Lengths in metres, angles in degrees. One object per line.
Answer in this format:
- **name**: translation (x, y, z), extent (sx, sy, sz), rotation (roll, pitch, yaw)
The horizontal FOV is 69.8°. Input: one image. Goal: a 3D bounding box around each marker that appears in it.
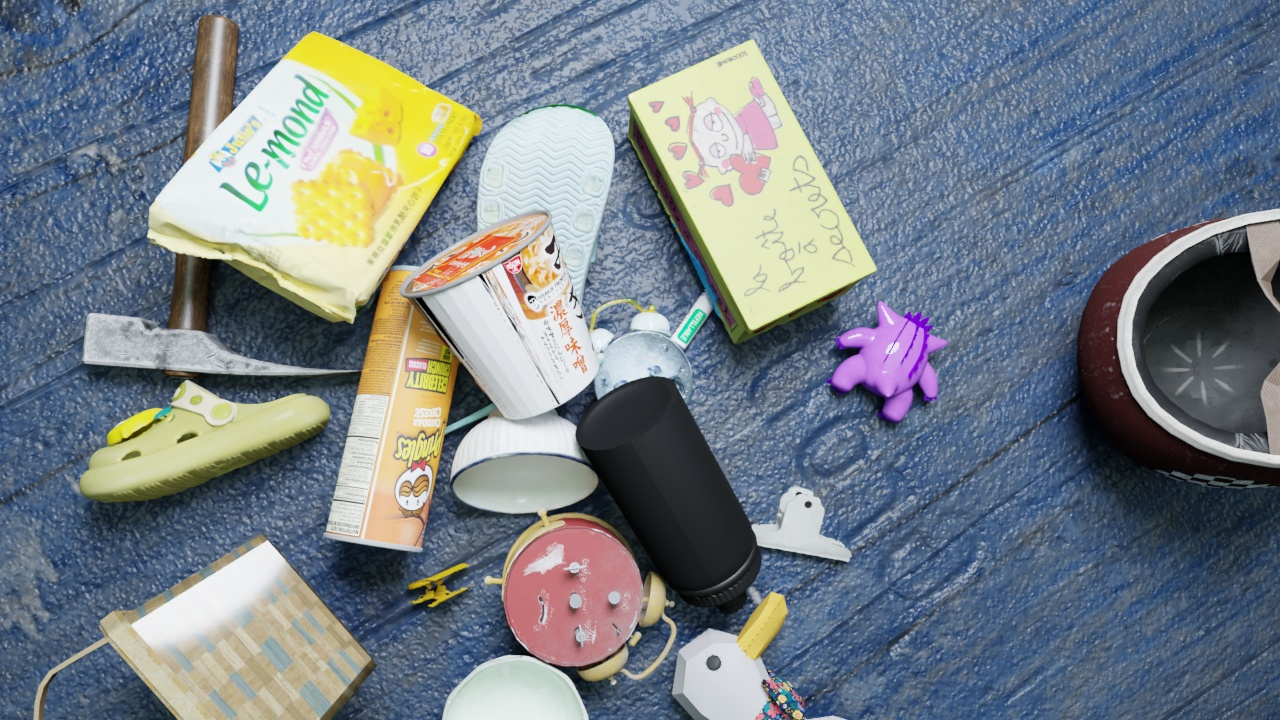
- **marker**: translation (0.074, -0.073, 0.808), extent (0.017, 0.017, 0.145), rotation (36, 84, -4)

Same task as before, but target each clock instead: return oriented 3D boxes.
- **clock**: translation (-0.005, 0.005, 0.776), extent (0.083, 0.057, 0.117), rotation (-19, 89, -6)
- **clock**: translation (-0.042, 0.198, 0.750), extent (0.159, 0.081, 0.117), rotation (39, 84, -3)

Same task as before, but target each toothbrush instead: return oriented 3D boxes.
- **toothbrush**: translation (-0.111, 0.033, 0.757), extent (0.181, 0.016, 0.016), rotation (-25, 70, 10)

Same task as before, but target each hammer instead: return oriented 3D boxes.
- **hammer**: translation (-0.323, -0.132, 0.758), extent (0.217, 0.037, 0.300), rotation (5, 86, -6)

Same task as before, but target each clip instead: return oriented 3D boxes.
- **clip**: translation (0.138, 0.140, 0.809), extent (0.101, 0.046, 0.056), rotation (11, 90, -7)
- **clip**: translation (-0.168, 0.191, 0.759), extent (0.044, 0.054, 0.049), rotation (44, 108, 13)

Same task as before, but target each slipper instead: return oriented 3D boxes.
- **slipper**: translation (-0.086, -0.090, 0.767), extent (0.104, 0.074, 0.245), rotation (9, 102, -3)
- **slipper**: translation (-0.345, 0.052, 0.722), extent (0.190, 0.092, 0.081), rotation (-19, 87, -10)

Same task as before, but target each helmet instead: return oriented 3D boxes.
- **helmet**: translation (0.478, -0.016, 0.730), extent (0.234, 0.253, 0.233), rotation (-3, 81, 18)

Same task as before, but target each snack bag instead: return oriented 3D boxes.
- **snack bag**: translation (-0.239, -0.145, 0.716), extent (0.159, 0.068, 0.246), rotation (26, 56, -3)

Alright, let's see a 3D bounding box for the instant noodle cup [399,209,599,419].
- **instant noodle cup**: translation (-0.095, -0.029, 0.690), extent (0.123, 0.123, 0.122), rotation (-30, 113, -7)

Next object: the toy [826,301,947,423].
- **toy**: translation (0.221, 0.000, 0.802), extent (0.106, 0.056, 0.088), rotation (30, 80, -5)

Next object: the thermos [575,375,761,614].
- **thermos**: translation (0.032, 0.116, 0.734), extent (0.086, 0.086, 0.199), rotation (-33, 116, -7)

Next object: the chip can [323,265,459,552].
- **chip can**: translation (-0.189, 0.039, 0.729), extent (0.075, 0.075, 0.214), rotation (10, 77, -6)

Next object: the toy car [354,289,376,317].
- **toy car**: translation (-0.252, -0.064, 0.729), extent (0.090, 0.027, 0.038), rotation (28, 72, -2)

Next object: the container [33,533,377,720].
- **container**: translation (-0.300, 0.230, 0.637), extent (0.186, 0.250, 0.157), rotation (-41, 92, -23)

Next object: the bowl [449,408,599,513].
- **bowl**: translation (-0.094, 0.074, 0.744), extent (0.118, 0.118, 0.062), rotation (-3, 59, -7)

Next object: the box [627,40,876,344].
- **box**: translation (0.087, -0.136, 0.767), extent (0.124, 0.082, 0.221), rotation (-23, 80, -7)

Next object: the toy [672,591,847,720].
- **toy**: translation (0.126, 0.344, 0.741), extent (0.267, 0.141, 0.246), rotation (30, 85, 13)

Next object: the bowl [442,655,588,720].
- **bowl**: translation (-0.102, 0.293, 0.749), extent (0.117, 0.061, 0.117), rotation (0, 88, -6)
